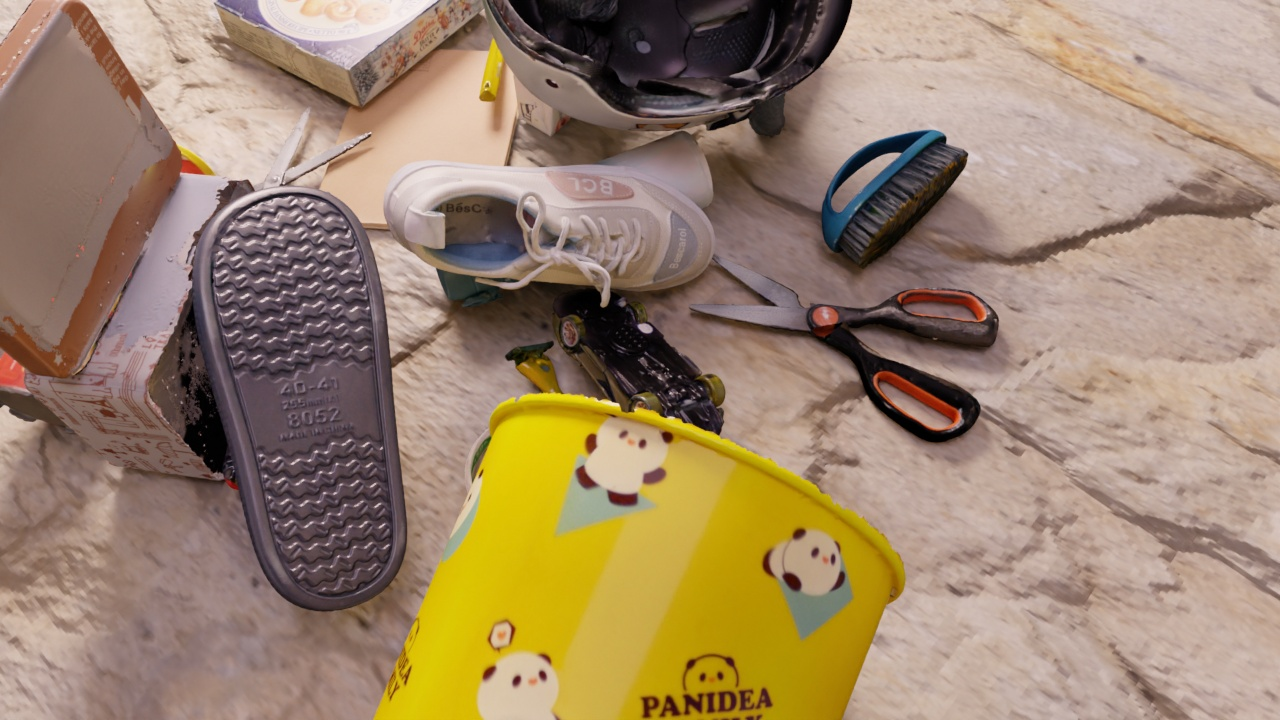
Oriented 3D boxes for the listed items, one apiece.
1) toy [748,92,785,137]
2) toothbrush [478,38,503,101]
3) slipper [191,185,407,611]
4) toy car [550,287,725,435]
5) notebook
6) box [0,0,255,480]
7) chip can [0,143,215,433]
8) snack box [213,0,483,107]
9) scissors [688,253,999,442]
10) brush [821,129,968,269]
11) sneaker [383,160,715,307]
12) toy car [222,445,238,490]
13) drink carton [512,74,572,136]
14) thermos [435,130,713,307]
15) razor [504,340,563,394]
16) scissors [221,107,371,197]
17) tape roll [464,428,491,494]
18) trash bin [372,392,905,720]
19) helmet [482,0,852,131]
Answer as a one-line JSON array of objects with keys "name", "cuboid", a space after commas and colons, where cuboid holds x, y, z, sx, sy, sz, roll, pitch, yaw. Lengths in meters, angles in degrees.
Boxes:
[{"name": "toy", "cuboid": [0.063, -0.359, 0.831, 0.137, 0.092, 0.356, -29, 75, -18]}, {"name": "toothbrush", "cuboid": [-0.128, -0.297, 0.831, 0.016, 0.017, 0.189, -1, 51, 3]}, {"name": "slipper", "cuboid": [-0.216, 0.023, 0.575, 0.110, 0.084, 0.268, -6, 78, -34]}, {"name": "toy car", "cuboid": [-0.004, 0.004, 0.636, 0.070, 0.042, 0.158, -14, 50, -38]}, {"name": "notebook", "cuboid": [-0.183, -0.195, 0.785, 0.149, 0.012, 0.211, 4, 58, 4]}, {"name": "box", "cuboid": [-0.308, -0.058, 0.555, 0.082, 0.261, 0.176, 5, 58, 4]}, {"name": "chip can", "cuboid": [-0.380, -0.059, 0.656, 0.073, 0.073, 0.216, 10, 63, 6]}, {"name": "snack box", "cuboid": [-0.260, -0.330, 0.844, 0.178, 0.046, 0.182, 29, 63, 22]}, {"name": "scissors", "cuboid": [0.152, -0.016, 0.666, 0.224, 0.022, 0.204, -9, 59, -6]}, {"name": "brush", "cuboid": [0.191, -0.135, 0.719, 0.143, 0.055, 0.073, -40, 68, -21]}, {"name": "sneaker", "cuboid": [-0.046, -0.087, 0.623, 0.241, 0.090, 0.091, 3, 21, -26]}, {"name": "toy car", "cuboid": [-0.219, 0.067, 0.610, 0.106, 0.031, 0.049, 4, 56, -12]}, {"name": "drink carton", "cuboid": [-0.056, -0.254, 0.796, 0.045, 0.054, 0.122, 32, 63, 19]}, {"name": "thermos", "cuboid": [-0.053, -0.108, 0.701, 0.220, 0.070, 0.070, -24, 61, -13]}, {"name": "razor", "cuboid": [-0.037, 0.033, 0.632, 0.132, 0.028, 0.043, 39, 21, 21]}, {"name": "scissors", "cuboid": [-0.298, -0.142, 0.746, 0.181, 0.014, 0.159, -22, 60, -8]}, {"name": "tape roll", "cuboid": [-0.074, 0.075, 0.615, 0.086, 0.014, 0.085, 0, 58, 0]}, {"name": "trash bin", "cuboid": [-0.023, 0.182, 0.435, 0.230, 0.230, 0.254, 20, 65, 12]}, {"name": "helmet", "cuboid": [0.006, -0.273, 0.700, 0.273, 0.157, 0.230, -11, 88, -19]}]
